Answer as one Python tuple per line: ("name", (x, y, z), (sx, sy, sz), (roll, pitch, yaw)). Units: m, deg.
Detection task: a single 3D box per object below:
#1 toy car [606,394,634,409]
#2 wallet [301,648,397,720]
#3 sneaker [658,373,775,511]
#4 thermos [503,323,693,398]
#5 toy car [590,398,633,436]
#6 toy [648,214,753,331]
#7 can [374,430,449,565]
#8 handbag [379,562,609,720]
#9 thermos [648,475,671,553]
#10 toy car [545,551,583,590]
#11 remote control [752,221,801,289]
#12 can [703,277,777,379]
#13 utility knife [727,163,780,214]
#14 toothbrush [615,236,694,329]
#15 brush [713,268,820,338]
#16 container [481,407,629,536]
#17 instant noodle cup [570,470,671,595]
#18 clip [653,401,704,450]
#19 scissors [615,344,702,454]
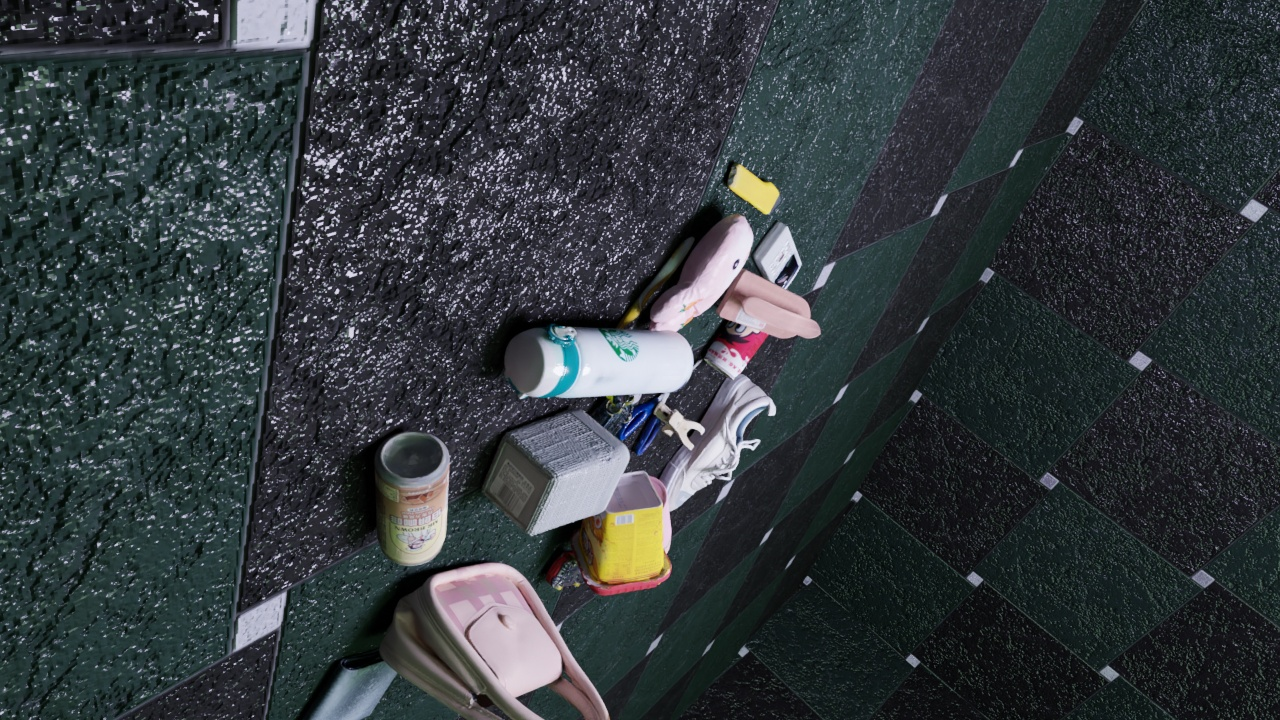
("toy car", (-0.006, 0.006, 1.013), (0.105, 0.032, 0.048), (-54, 161, -34))
("wallet", (-0.291, 0.338, 0.936), (0.097, 0.019, 0.120), (-55, 160, 6))
("sneaker", (0.114, 0.140, 1.373), (0.242, 0.091, 0.089), (-57, 157, 8))
("thermos", (-0.035, 0.000, 0.869), (0.223, 0.073, 0.073), (0, 123, -55))
("toy car", (-0.048, 0.080, 1.034), (0.105, 0.031, 0.049), (-53, 157, -7))
("toy", (0.066, -0.088, 0.987), (0.159, 0.054, 0.121), (-48, 169, -13))
("can", (-0.189, 0.115, 0.761), (0.058, 0.058, 0.117), (-36, 152, -39))
("handbag", (-0.129, 0.314, 0.935), (0.093, 0.234, 0.193), (-55, 158, 7))
("thermos", (0.012, 0.244, 1.330), (0.067, 0.087, 0.199), (-6, 148, 0))
("toy car", (-0.092, 0.280, 1.234), (0.049, 0.031, 0.106), (-55, 157, 4))
("remote control", (0.183, -0.131, 1.210), (0.058, 0.021, 0.150), (-54, 157, -1))
("can", (0.141, -0.041, 1.213), (0.132, 0.053, 0.053), (-54, 158, -2))
("utility knife", (0.126, -0.190, 1.017), (0.033, 0.015, 0.153), (-64, 156, 7))
("toothbrush", (0.000, -0.053, 0.954), (0.191, 0.018, 0.016), (-52, 160, -7))
("brush", (0.160, -0.063, 1.135), (0.145, 0.073, 0.063), (19, 106, -38))
("container", (-0.088, 0.113, 0.927), (0.114, 0.090, 0.090), (-13, 134, -55))
("instant noodle cup", (-0.023, 0.213, 1.160), (0.116, 0.116, 0.124), (-5, 122, -17))
("clip", (0.037, 0.077, 1.194), (0.035, 0.084, 0.104), (-56, 134, -4))
("scissors", (0.023, 0.056, 1.171), (0.174, 0.012, 0.163), (-32, 148, -45))
